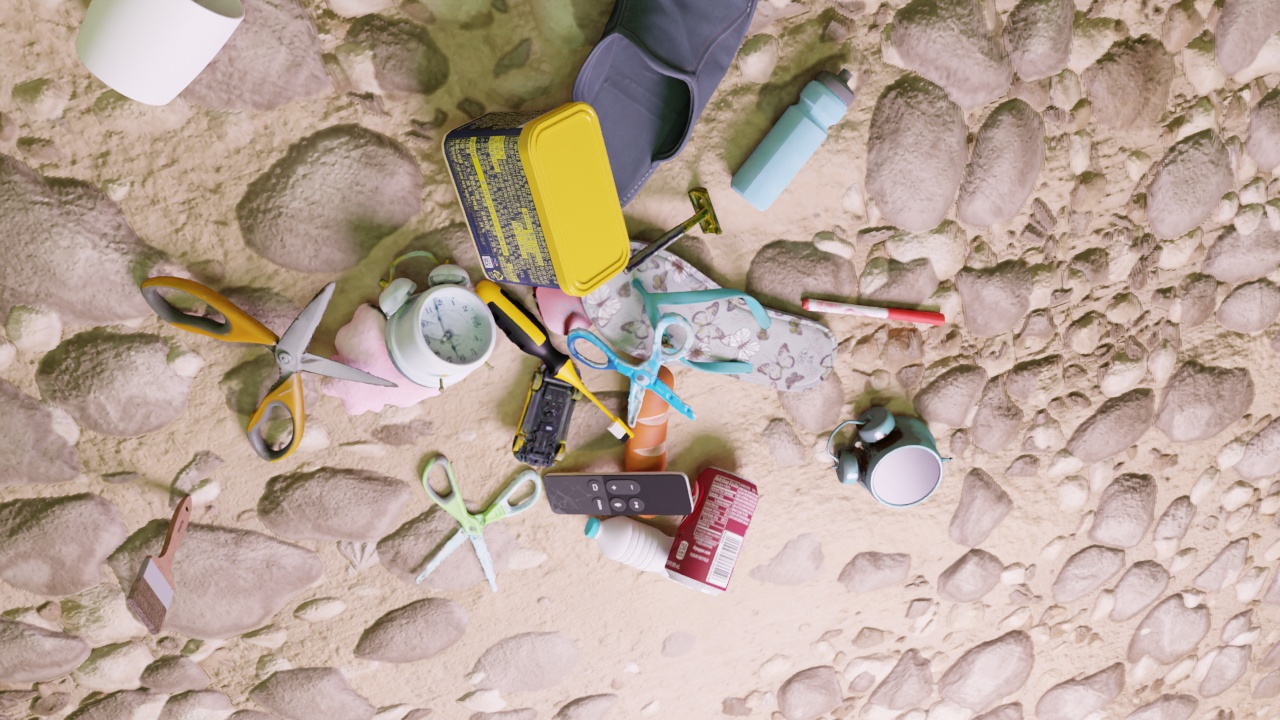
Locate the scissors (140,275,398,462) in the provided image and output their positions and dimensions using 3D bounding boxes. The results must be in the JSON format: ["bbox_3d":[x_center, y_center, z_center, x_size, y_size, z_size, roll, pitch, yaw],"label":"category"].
[{"bbox_3d":[-0.311,0.006,0.770,0.225,0.016,0.230,19,126,1],"label":"scissors"}]

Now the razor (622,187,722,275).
[{"bbox_3d":[0.023,-0.102,0.767,0.105,0.026,0.042,-38,122,-26],"label":"razor"}]

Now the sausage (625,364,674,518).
[{"bbox_3d":[0.007,0.077,0.867,0.039,0.044,0.164,-18,124,-33],"label":"sausage"}]

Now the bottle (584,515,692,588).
[{"bbox_3d":[0.007,0.189,0.924,0.136,0.044,0.044,25,110,-20],"label":"bottle"}]

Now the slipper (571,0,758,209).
[{"bbox_3d":[0.015,-0.226,0.697,0.109,0.083,0.266,24,108,-17],"label":"slipper"}]

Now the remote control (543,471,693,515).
[{"bbox_3d":[-0.023,0.127,0.872,0.147,0.008,0.045,-3,115,21],"label":"remote control"}]

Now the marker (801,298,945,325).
[{"bbox_3d":[0.218,-0.045,0.860,0.142,0.012,0.013,6,115,-12],"label":"marker"}]

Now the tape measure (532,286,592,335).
[{"bbox_3d":[-0.068,-0.049,0.806,0.059,0.019,0.051,1,116,-21],"label":"tape measure"}]

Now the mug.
[{"bbox_3d":[-0.347,-0.246,0.639,0.088,0.080,0.114,-43,84,19],"label":"mug"}]

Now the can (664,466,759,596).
[{"bbox_3d":[0.070,0.165,0.890,0.063,0.063,0.114,25,80,-20],"label":"can"}]

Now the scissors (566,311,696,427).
[{"bbox_3d":[-0.006,0.004,0.796,0.140,0.011,0.134,21,130,9],"label":"scissors"}]

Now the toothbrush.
[{"bbox_3d":[-0.074,0.002,0.814,0.196,0.031,0.030,46,68,-16],"label":"toothbrush"}]

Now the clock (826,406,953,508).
[{"bbox_3d":[0.244,0.096,0.911,0.124,0.053,0.090,22,110,-16],"label":"clock"}]

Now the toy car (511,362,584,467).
[{"bbox_3d":[-0.085,0.048,0.845,0.049,0.030,0.107,16,99,-16],"label":"toy car"}]

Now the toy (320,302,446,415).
[{"bbox_3d":[-0.227,0.009,0.792,0.093,0.050,0.102,-37,111,14],"label":"toy"}]

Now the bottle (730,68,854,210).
[{"bbox_3d":[0.129,-0.185,0.759,0.040,0.040,0.130,33,107,-22],"label":"bottle"}]

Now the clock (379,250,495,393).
[{"bbox_3d":[-0.171,-0.034,0.763,0.083,0.057,0.117,-26,94,-38],"label":"clock"}]

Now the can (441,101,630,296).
[{"bbox_3d":[-0.081,-0.125,0.711,0.075,0.104,0.135,-39,126,-38],"label":"can"}]

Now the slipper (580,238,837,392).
[{"bbox_3d":[0.064,-0.023,0.816,0.268,0.054,0.098,21,109,-23],"label":"slipper"}]

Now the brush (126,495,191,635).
[{"bbox_3d":[-0.407,0.165,0.788,0.008,0.143,0.045,-13,126,-2],"label":"brush"}]

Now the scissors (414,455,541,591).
[{"bbox_3d":[-0.159,0.162,0.899,0.165,0.024,0.171,-20,120,-6],"label":"scissors"}]
